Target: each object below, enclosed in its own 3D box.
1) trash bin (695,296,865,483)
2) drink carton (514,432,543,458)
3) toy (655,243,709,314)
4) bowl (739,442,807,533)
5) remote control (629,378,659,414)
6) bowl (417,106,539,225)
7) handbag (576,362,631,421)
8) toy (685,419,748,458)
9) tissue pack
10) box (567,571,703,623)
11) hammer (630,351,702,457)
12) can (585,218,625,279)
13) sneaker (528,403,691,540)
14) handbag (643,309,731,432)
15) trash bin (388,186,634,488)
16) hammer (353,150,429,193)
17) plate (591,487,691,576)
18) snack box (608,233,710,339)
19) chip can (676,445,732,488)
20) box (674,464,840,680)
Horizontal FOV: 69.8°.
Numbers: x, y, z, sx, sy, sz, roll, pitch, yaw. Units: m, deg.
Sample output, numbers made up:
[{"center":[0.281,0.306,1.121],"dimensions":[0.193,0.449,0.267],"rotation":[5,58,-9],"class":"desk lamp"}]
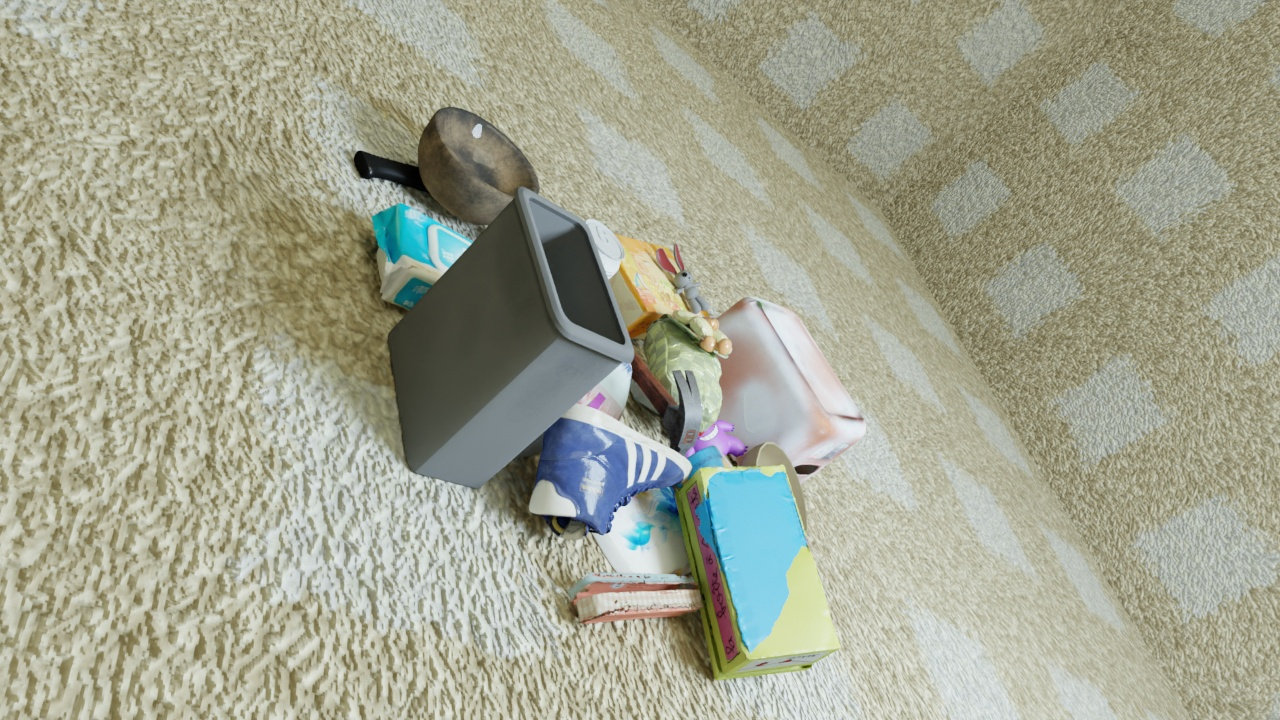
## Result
[{"center":[0.200,0.044,1.392],"dimensions":[0.181,0.158,0.259],"rotation":[11,44,-53],"class":"trash bin"},{"center":[-0.128,0.034,0.982],"dimensions":[0.048,0.076,0.125],"rotation":[-4,61,-59],"class":"drink carton"},{"center":[0.064,-0.119,1.354],"dimensions":[0.049,0.030,0.111],"rotation":[-22,76,-35],"class":"toy"},{"center":[0.169,0.189,1.234],"dimensions":[0.152,0.051,0.152],"rotation":[37,43,-46],"class":"bowl"},{"center":[0.034,0.051,1.264],"dimensions":[0.114,0.028,0.060],"rotation":[28,30,-33],"class":"remote control"},{"center":[-0.212,-0.239,1.165],"dimensions":[0.162,0.070,0.162],"rotation":[35,30,-24],"class":"bowl"},{"center":[-0.083,0.032,1.078],"dimensions":[0.144,0.068,0.169],"rotation":[46,32,-9],"class":"handbag"},{"center":[0.085,0.110,1.233],"dimensions":[0.105,0.056,0.088],"rotation":[-37,88,-35],"class":"toy"},{"center":[-0.206,-0.087,1.036],"dimensions":[0.209,0.066,0.116],"rotation":[28,33,-41],"class":"tissue pack"},{"center":[0.003,0.246,0.930],"dimensions":[0.058,0.060,0.186],"rotation":[18,2,40],"class":"box"},{"center":[-0.007,0.007,1.159],"dimensions":[0.028,0.111,0.300],"rotation":[0,32,-30],"class":"hammer"},{"center":[-0.090,-0.110,1.164],"dimensions":[0.078,0.136,0.078],"rotation":[37,28,-24],"class":"can"},{"center":[-0.028,0.139,0.953],"dimensions":[0.233,0.092,0.118],"rotation":[39,59,-52],"class":"sneaker"},{"center":[0.072,0.004,1.215],"dimensions":[0.113,0.117,0.186],"rotation":[32,25,-19],"class":"handbag"},{"center":[-0.132,-0.018,0.871],"dimensions":[0.097,0.220,0.191],"rotation":[23,36,-42],"class":"trash bin"},{"center":[-0.238,-0.223,1.215],"dimensions":[0.323,0.029,0.127],"rotation":[8,46,-53],"class":"hammer"},{"center":[-0.005,0.167,1.056],"dimensions":[0.186,0.016,0.187],"rotation":[-2,55,-59],"class":"plate"},{"center":[0.001,-0.100,1.358],"dimensions":[0.195,0.081,0.145],"rotation":[3,53,-58],"class":"snack box"},{"center":[0.126,0.217,1.130],"dimensions":[0.079,0.080,0.229],"rotation":[-1,55,-58],"class":"chip can"},{"center":[0.124,0.228,1.015],"dimensions":[0.124,0.082,0.220],"rotation":[0,56,-25],"class":"box"}]
